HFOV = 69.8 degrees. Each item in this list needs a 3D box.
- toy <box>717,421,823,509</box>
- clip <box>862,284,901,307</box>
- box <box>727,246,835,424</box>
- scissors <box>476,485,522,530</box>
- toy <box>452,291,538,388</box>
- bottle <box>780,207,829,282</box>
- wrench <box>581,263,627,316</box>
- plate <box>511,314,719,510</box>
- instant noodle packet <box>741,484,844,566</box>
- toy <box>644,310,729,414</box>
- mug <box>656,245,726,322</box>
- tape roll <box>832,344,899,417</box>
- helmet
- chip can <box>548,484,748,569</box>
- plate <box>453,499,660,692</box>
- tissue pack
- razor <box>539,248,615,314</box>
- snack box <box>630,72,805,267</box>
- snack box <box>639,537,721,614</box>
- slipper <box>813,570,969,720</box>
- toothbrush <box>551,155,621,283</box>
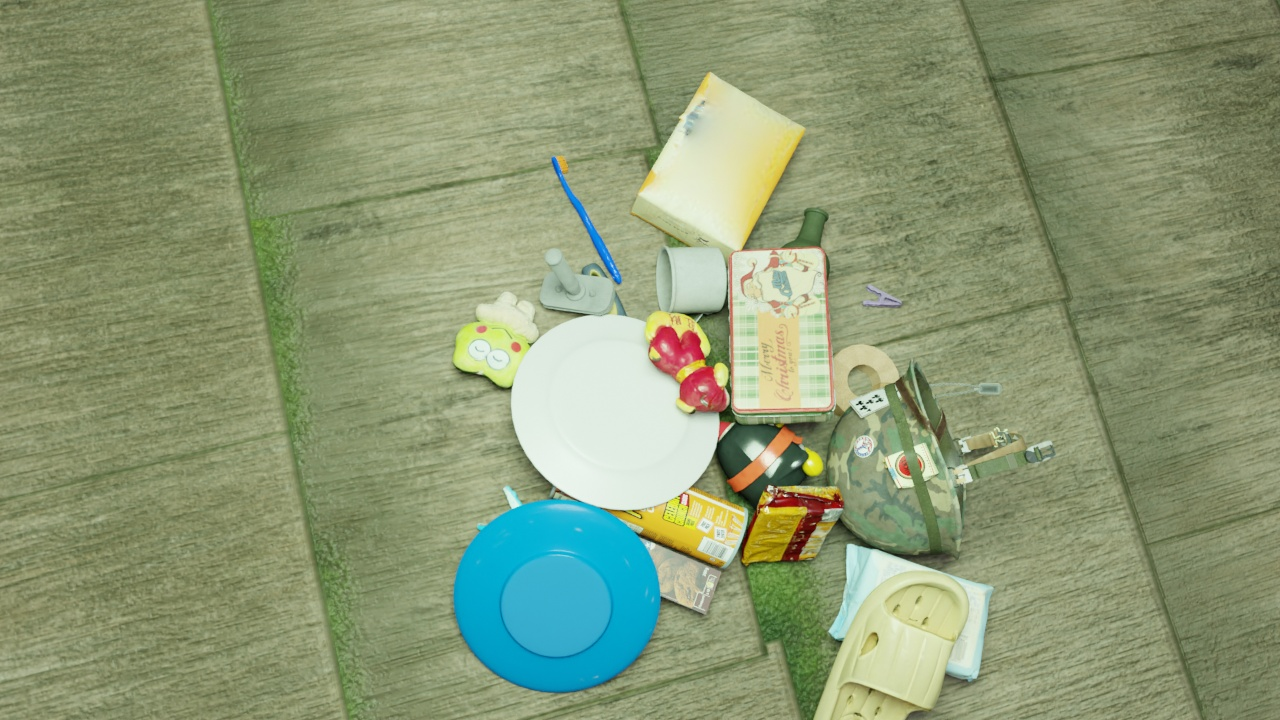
[{"bbox_3d":[0.137,0.110,1.065,0.100,0.097,0.119,-45,88,1],"label":"toy"},{"bbox_3d":[0.305,-0.076,1.175,0.050,0.014,0.046,43,75,4],"label":"clip"},{"bbox_3d":[0.159,-0.030,1.046,0.118,0.050,0.205,-2,69,12],"label":"box"},{"bbox_3d":[-0.121,0.209,1.048,0.134,0.012,0.134,9,78,-9],"label":"scissors"},{"bbox_3d":[-0.165,-0.027,1.076,0.092,0.046,0.115,23,67,0],"label":"toy"},{"bbox_3d":[0.191,-0.091,1.130,0.071,0.071,0.206,20,76,-4],"label":"bottle"},{"bbox_3d":[-0.006,0.006,1.104,0.073,0.022,0.273,-23,82,-11],"label":"wrench"},{"bbox_3d":[-0.024,0.050,1.038,0.242,0.016,0.242,7,62,-13],"label":"plate"},{"bbox_3d":[0.169,0.186,1.039,0.098,0.136,0.039,-4,51,-11],"label":"instant noodle packet"},{"bbox_3d":[0.049,-0.002,1.041,0.105,0.067,0.137,-1,54,-43],"label":"toy"},{"bbox_3d":[0.060,-0.083,1.109,0.070,0.084,0.113,-3,107,-12],"label":"mug"},{"bbox_3d":[0.272,0.029,1.139,0.094,0.027,0.094,2,77,-8],"label":"tape roll"},{"bbox_3d":[0.329,0.110,1.034,0.237,0.192,0.224,1,96,21],"label":"helmet"},{"bbox_3d":[0.009,0.162,1.044,0.215,0.075,0.075,23,75,-3],"label":"chip can"},{"bbox_3d":[-0.090,0.260,0.988,0.224,0.024,0.224,0,101,-2],"label":"plate"},{"bbox_3d":[0.313,0.292,1.067,0.182,0.070,0.112,18,76,-2],"label":"tissue pack"},{"bbox_3d":[-0.085,-0.095,1.053,0.088,0.116,0.047,8,73,14],"label":"razor"},{"bbox_3d":[0.097,-0.241,1.143,0.145,0.081,0.195,29,75,-2],"label":"snack box"},{"bbox_3d":[0.016,0.239,1.051,0.141,0.032,0.051,23,75,-3],"label":"snack box"},{"bbox_3d":[0.265,0.348,0.991,0.111,0.079,0.262,24,105,-1],"label":"slipper"},{"bbox_3d":[-0.065,-0.176,1.138,0.018,0.016,0.182,-26,83,-19],"label":"toothbrush"}]
